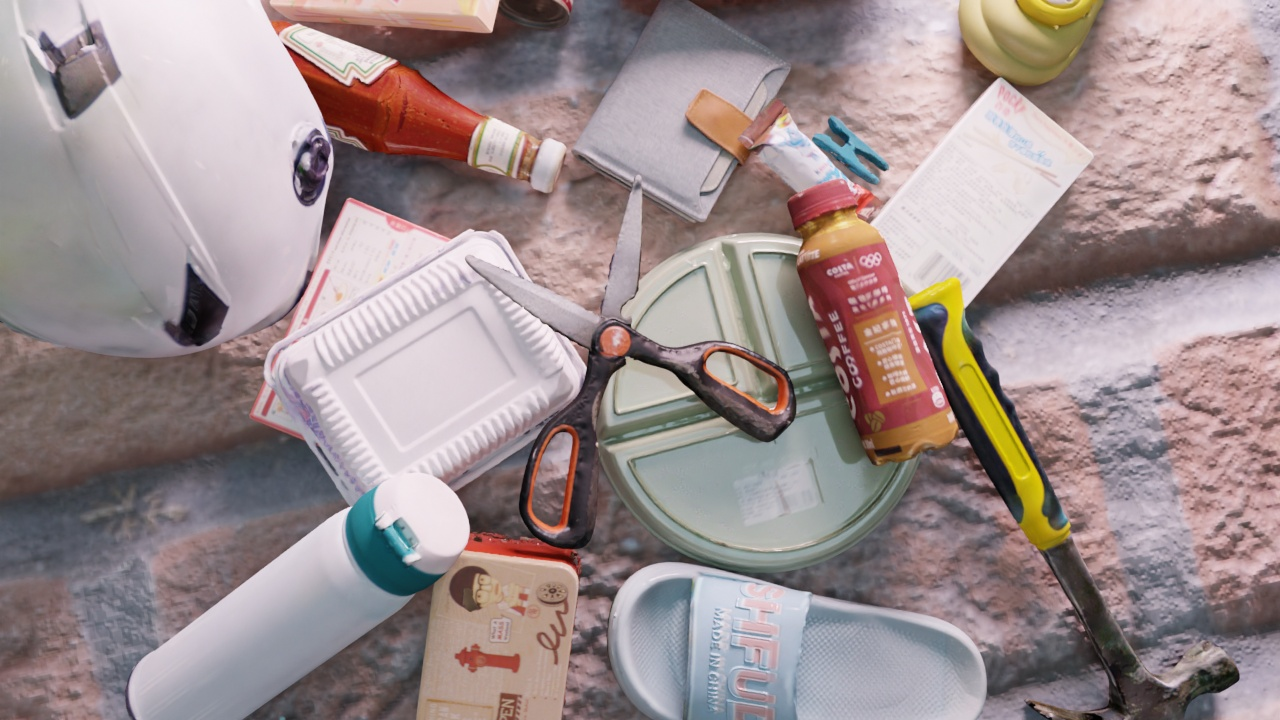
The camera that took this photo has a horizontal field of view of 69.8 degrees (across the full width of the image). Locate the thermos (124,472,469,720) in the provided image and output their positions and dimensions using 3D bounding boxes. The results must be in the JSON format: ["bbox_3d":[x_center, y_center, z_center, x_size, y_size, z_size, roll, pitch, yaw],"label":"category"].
[{"bbox_3d":[-0.194,0.143,0.528,0.225,0.073,0.073,-36,87,16],"label":"thermos"}]

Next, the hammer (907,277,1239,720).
[{"bbox_3d":[0.255,0.099,0.592,0.126,0.032,0.323,-29,92,-4],"label":"hammer"}]

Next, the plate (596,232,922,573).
[{"bbox_3d":[0.081,0.026,0.607,0.230,0.027,0.230,0,85,-2],"label":"plate"}]

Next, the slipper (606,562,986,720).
[{"bbox_3d":[0.099,0.192,0.569,0.245,0.074,0.104,8,85,-3],"label":"slipper"}]

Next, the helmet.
[{"bbox_3d":[-0.298,-0.104,0.493,0.229,0.145,0.259,-1,114,7],"label":"helmet"}]

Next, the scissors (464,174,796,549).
[{"bbox_3d":[-0.004,0.004,0.554,0.220,0.022,0.230,11,89,-16],"label":"scissors"}]

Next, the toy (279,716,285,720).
[{"bbox_3d":[-0.247,0.294,0.557,0.161,0.049,0.156,6,92,6],"label":"toy"}]

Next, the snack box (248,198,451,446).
[{"bbox_3d":[-0.185,-0.020,0.599,0.077,0.027,0.155,23,84,-1],"label":"snack box"}]

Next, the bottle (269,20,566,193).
[{"bbox_3d":[-0.150,-0.159,0.599,0.206,0.060,0.059,19,84,-4],"label":"bottle"}]

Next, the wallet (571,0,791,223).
[{"bbox_3d":[0.031,-0.169,0.617,0.106,0.037,0.129,30,85,1],"label":"wallet"}]

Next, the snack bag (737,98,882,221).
[{"bbox_3d":[0.114,-0.126,0.615,0.104,0.026,0.048,44,73,-14],"label":"snack bag"}]

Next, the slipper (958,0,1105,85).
[{"bbox_3d":[0.290,-0.280,0.618,0.091,0.082,0.190,33,82,3],"label":"slipper"}]

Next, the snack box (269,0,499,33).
[{"bbox_3d":[-0.162,-0.262,0.599,0.157,0.026,0.084,10,85,18],"label":"snack box"}]

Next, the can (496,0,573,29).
[{"bbox_3d":[-0.062,-0.297,0.616,0.053,0.053,0.132,9,85,-2],"label":"can"}]

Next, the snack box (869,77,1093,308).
[{"bbox_3d":[0.223,-0.106,0.624,0.084,0.027,0.156,41,85,2],"label":"snack box"}]

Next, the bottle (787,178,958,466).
[{"bbox_3d":[0.140,-0.025,0.570,0.057,0.057,0.175,-20,86,-4],"label":"bottle"}]

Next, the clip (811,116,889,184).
[{"bbox_3d":[0.145,-0.143,0.631,0.057,0.014,0.046,38,82,3],"label":"clip"}]

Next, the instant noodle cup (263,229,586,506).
[{"bbox_3d":[-0.126,0.011,0.563,0.173,0.060,0.138,-33,98,-11],"label":"instant noodle cup"}]

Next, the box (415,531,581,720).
[{"bbox_3d":[-0.090,0.195,0.566,0.091,0.077,0.168,8,91,-3],"label":"box"}]
